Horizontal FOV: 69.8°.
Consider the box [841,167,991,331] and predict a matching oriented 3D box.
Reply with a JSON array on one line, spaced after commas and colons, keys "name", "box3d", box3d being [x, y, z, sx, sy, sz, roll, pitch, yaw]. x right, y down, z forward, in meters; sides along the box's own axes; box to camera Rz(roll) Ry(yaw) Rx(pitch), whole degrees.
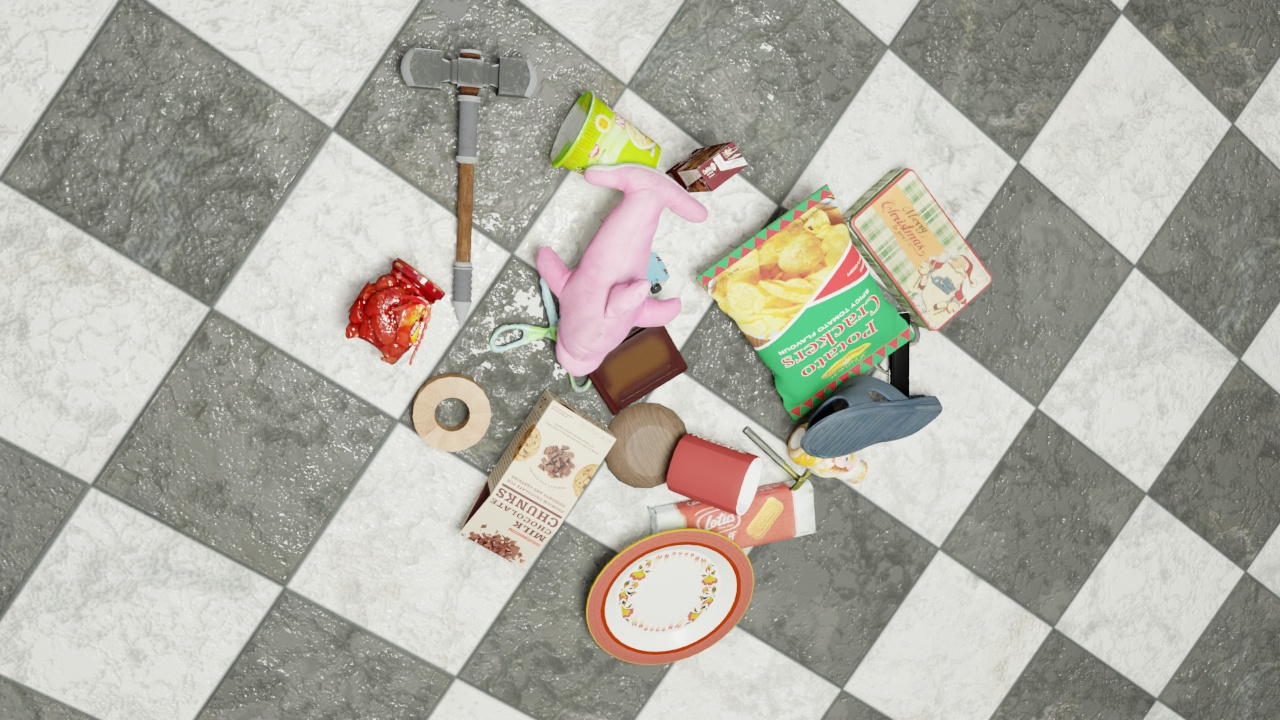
[{"name": "box", "box3d": [0.368, -0.146, 1.226, 0.117, 0.050, 0.205, -42, 105, -4]}]

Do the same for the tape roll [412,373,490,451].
[{"name": "tape roll", "box3d": [-0.233, 0.064, 1.132, 0.094, 0.027, 0.094, -2, 100, -13]}]

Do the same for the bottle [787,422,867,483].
[{"name": "bottle", "box3d": [0.254, 0.129, 1.239, 0.108, 0.063, 0.063, 28, 92, -17]}]

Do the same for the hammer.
[{"name": "hammer", "box3d": [-0.207, -0.200, 1.090, 0.156, 0.043, 0.322, 1, 102, -13]}]

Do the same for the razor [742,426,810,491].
[{"name": "razor", "box3d": [0.178, 0.127, 1.223, 0.106, 0.043, 0.026, 43, 68, 13]}]

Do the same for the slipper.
[{"name": "slipper", "box3d": [0.297, 0.061, 1.205, 0.263, 0.082, 0.101, -4, 144, -40]}]

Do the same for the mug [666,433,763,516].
[{"name": "mug", "box3d": [0.101, 0.147, 1.187, 0.097, 0.116, 0.080, 18, 91, 22]}]

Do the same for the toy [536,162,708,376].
[{"name": "toy", "box3d": [-0.026, -0.095, 1.064, 0.186, 0.128, 0.266, 20, 101, -14]}]

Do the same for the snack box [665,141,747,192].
[{"name": "snack box", "box3d": [0.076, -0.228, 1.094, 0.051, 0.141, 0.032, -38, 105, -5]}]

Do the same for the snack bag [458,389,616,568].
[{"name": "snack bag", "box3d": [-0.131, 0.153, 1.149, 0.094, 0.070, 0.206, 33, 91, -16]}]

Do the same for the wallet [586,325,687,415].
[{"name": "wallet", "box3d": [-0.007, 0.007, 1.169, 0.115, 0.018, 0.091, -33, 122, -4]}]

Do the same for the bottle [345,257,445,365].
[{"name": "bottle", "box3d": [-0.283, -0.053, 1.062, 0.099, 0.099, 0.111, 39, 83, -16]}]

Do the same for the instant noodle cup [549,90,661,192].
[{"name": "instant noodle cup", "box3d": [-0.037, -0.252, 1.094, 0.108, 0.099, 0.099, 24, 93, -23]}]

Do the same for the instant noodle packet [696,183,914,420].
[{"name": "instant noodle packet", "box3d": [0.217, -0.067, 1.176, 0.195, 0.090, 0.253, -36, 115, 4]}]

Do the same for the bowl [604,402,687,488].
[{"name": "bowl", "box3d": [0.011, 0.115, 1.196, 0.117, 0.030, 0.118, -2, 100, -13]}]

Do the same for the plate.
[{"name": "plate", "box3d": [0.039, 0.311, 1.219, 0.229, 0.021, 0.230, -7, 119, -12]}]

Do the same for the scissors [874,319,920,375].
[{"name": "scissors", "box3d": [0.308, -0.045, 1.247, 0.132, 0.012, 0.169, -39, 105, 1]}]

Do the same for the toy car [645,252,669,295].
[{"name": "toy car", "box3d": [-0.019, -0.098, 1.150, 0.108, 0.027, 0.060, -29, 111, 6]}]

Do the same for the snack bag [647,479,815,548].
[{"name": "snack bag", "box3d": [0.126, 0.216, 1.237, 0.225, 0.041, 0.077, -10, 103, -13]}]

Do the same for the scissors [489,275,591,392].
[{"name": "scissors", "box3d": [-0.103, -0.035, 1.143, 0.172, 0.021, 0.171, -16, 108, 3]}]

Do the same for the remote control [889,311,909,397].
[{"name": "remote control", "box3d": [0.354, -0.004, 1.250, 0.028, 0.011, 0.124, -7, 107, -7]}]
